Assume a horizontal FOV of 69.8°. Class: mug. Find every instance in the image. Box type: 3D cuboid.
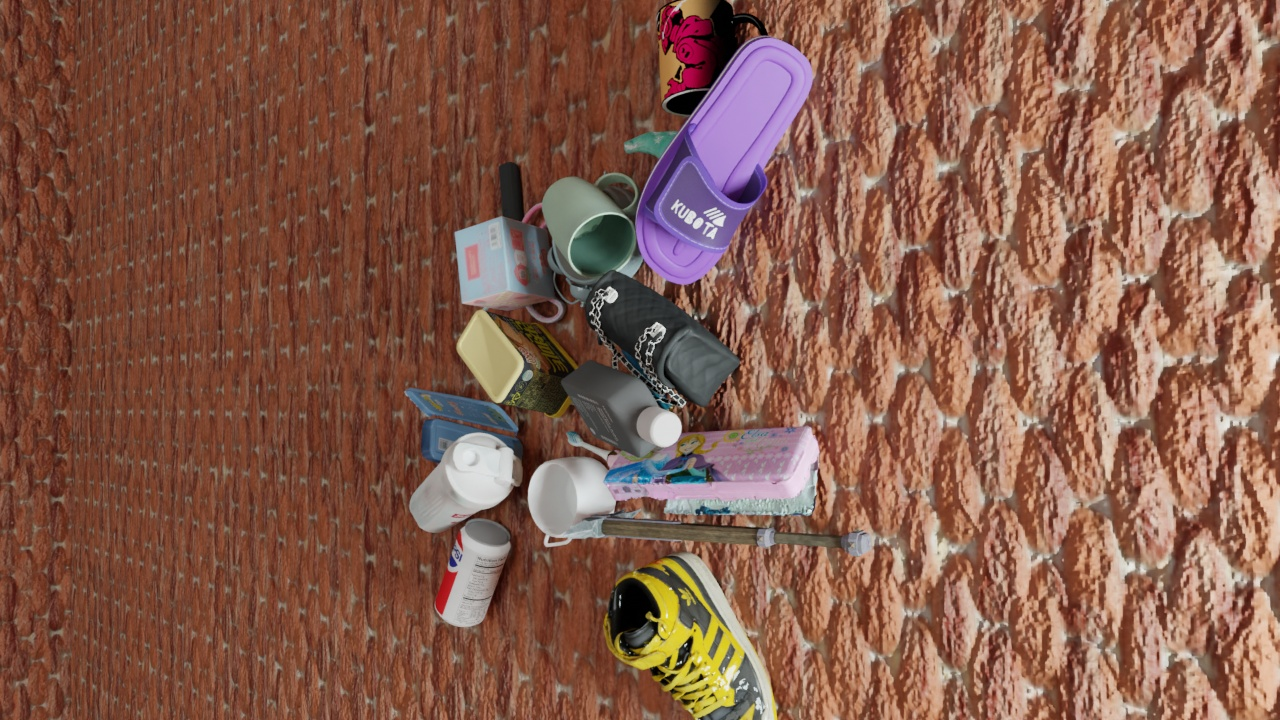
[{"bbox_3d":[-0.084,0.173,1.100,0.094,0.068,0.116,31,109,38],"label":"mug"},{"bbox_3d":[0.077,-0.322,0.965,0.118,0.081,0.098,-5,86,20],"label":"mug"},{"bbox_3d":[-0.050,-0.162,1.018,0.111,0.084,0.104,-38,48,3],"label":"mug"}]

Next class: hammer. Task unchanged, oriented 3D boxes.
[{"bbox_3d":[0.077,0.178,0.937,0.318,0.146,0.028,-3,87,31],"label":"hammer"}]

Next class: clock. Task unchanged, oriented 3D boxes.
[{"bbox_3d":[-0.057,-0.139,1.098,0.122,0.045,0.160,52,119,30],"label":"clock"}]

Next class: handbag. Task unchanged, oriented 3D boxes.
[{"bbox_3d":[0.005,-0.015,0.974,0.115,0.125,0.153,-49,54,2],"label":"handbag"}]

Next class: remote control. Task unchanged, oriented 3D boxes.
[{"bbox_3d":[-0.172,-0.190,1.221,0.033,0.015,0.146,-10,83,41],"label":"remote control"}]

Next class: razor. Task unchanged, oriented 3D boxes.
[{"bbox_3d":[-0.006,0.006,1.068,0.144,0.022,0.042,50,157,26],"label":"razor"}]

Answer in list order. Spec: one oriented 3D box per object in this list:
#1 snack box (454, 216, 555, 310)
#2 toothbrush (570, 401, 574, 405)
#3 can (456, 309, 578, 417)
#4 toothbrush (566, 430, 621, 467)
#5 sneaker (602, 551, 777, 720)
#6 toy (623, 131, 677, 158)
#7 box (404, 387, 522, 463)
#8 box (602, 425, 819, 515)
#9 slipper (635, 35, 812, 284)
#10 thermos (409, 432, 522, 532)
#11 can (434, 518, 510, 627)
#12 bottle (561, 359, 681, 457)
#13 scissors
[{"bbox_3d":[-0.167,-0.117,1.135,0.080,0.094,0.093,-12,81,31],"label":"snack box"},{"bbox_3d":[-0.091,0.050,1.145,0.155,0.015,0.022,-2,56,41],"label":"toothbrush"},{"bbox_3d":[-0.150,0.003,1.128,0.073,0.101,0.131,-56,50,16],"label":"can"},{"bbox_3d":[-0.010,0.124,1.062,0.223,0.027,0.026,21,136,40],"label":"toothbrush"},{"bbox_3d":[0.049,0.314,0.944,0.086,0.121,0.238,-44,61,34],"label":"sneaker"},{"bbox_3d":[0.031,-0.218,1.004,0.085,0.033,0.105,-16,53,1],"label":"toy"},{"bbox_3d":[-0.241,0.096,1.262,0.210,0.043,0.125,7,115,41],"label":"box"},{"bbox_3d":[0.078,0.120,0.954,0.231,0.084,0.071,-7,123,37],"label":"box"},{"bbox_3d":[0.082,-0.191,0.920,0.267,0.107,0.084,-58,16,20],"label":"slipper"},{"bbox_3d":[-0.233,0.163,1.199,0.221,0.099,0.099,-38,64,52],"label":"thermos"},{"bbox_3d":[-0.223,0.283,1.221,0.070,0.070,0.132,35,111,37],"label":"can"},{"bbox_3d":[-0.015,0.056,0.981,0.174,0.046,0.084,17,140,60],"label":"bottle"},{"bbox_3d":[-0.147,-0.117,1.185,0.177,0.013,0.171,47,107,23],"label":"scissors"}]
